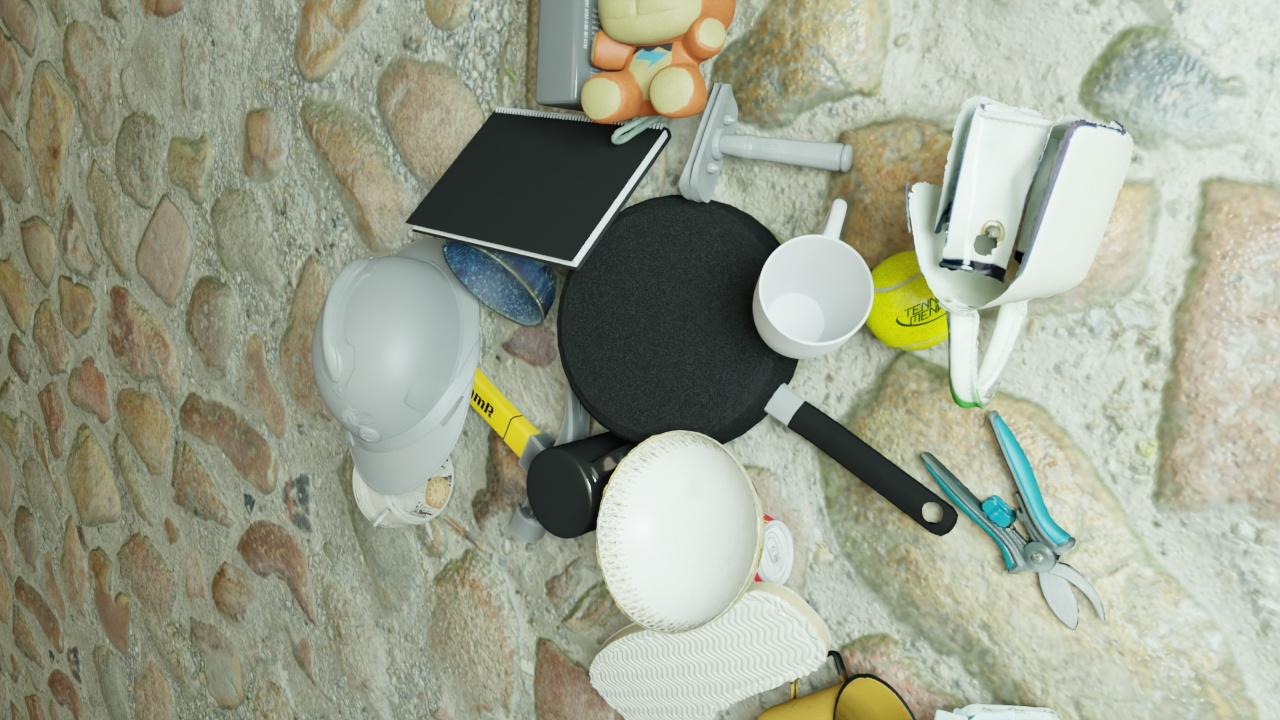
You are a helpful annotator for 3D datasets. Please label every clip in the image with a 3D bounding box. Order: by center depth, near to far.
[{"bbox_3d":[0.005,-0.202,0.734,0.076,0.023,0.042,-28,76,9],"label":"clip"}]

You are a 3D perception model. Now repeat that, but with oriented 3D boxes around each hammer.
[{"bbox_3d":[-0.169,0.021,0.932,0.324,0.034,0.170,42,120,29],"label":"hammer"}]

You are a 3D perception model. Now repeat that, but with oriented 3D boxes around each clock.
[{"bbox_3d":[-0.239,0.104,0.967,0.061,0.103,0.156,-6,68,33],"label":"clock"}]

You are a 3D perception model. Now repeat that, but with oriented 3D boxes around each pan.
[{"bbox_3d":[0.080,0.013,0.690,0.356,0.044,0.204,38,103,23],"label":"pan"}]

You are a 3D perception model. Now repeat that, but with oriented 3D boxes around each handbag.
[{"bbox_3d":[0.204,-0.057,0.528,0.074,0.151,0.176,24,113,35],"label":"handbag"}]

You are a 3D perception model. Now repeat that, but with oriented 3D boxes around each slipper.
[{"bbox_3d":[0.050,0.238,0.745,0.114,0.053,0.274,41,136,-5],"label":"slipper"}]

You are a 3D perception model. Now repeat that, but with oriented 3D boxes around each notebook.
[{"bbox_3d":[-0.091,-0.154,0.784,0.207,0.016,0.148,17,65,37],"label":"notebook"}]

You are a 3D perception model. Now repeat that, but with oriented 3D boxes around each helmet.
[{"bbox_3d":[-0.261,-0.013,0.889,0.184,0.117,0.270,-10,68,29],"label":"helmet"}]

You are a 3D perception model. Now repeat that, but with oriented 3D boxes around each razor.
[{"bbox_3d":[0.096,-0.153,0.667,0.116,0.047,0.088,12,72,21],"label":"razor"}]

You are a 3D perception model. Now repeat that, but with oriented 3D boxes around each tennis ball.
[{"bbox_3d":[0.180,-0.039,0.606,0.065,0.065,0.065,7,102,39],"label":"tennis ball"}]

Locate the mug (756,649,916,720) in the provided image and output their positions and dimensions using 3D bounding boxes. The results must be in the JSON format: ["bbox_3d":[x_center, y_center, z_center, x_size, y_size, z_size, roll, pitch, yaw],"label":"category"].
[{"bbox_3d":[0.139,0.282,0.676,0.094,0.100,0.123,-37,51,39],"label":"mug"}]

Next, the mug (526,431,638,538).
[{"bbox_3d":[-0.031,0.098,0.789,0.114,0.087,0.078,-38,73,37],"label":"mug"}]

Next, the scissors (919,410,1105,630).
[{"bbox_3d":[0.246,0.100,0.605,0.156,0.019,0.124,21,112,34],"label":"scissors"}]

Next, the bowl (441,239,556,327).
[{"bbox_3d":[-0.119,-0.090,0.839,0.114,0.060,0.114,31,159,13],"label":"bowl"}]

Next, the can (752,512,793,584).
[{"bbox_3d":[0.064,0.152,0.734,0.105,0.064,0.064,-6,93,40],"label":"can"}]

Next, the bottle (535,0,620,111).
[{"bbox_3d":[-0.039,-0.291,0.736,0.046,0.083,0.174,10,103,38],"label":"bottle"}]

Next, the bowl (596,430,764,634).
[{"bbox_3d":[0.041,0.127,0.673,0.145,0.063,0.145,-12,71,39],"label":"bowl"}]

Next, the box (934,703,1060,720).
[{"bbox_3d":[0.215,0.328,0.603,0.074,0.126,0.197,-137,49,-69],"label":"box"}]

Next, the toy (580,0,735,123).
[{"bbox_3d":[0.018,-0.255,0.686,0.112,0.096,0.175,3,66,31],"label":"toy"}]

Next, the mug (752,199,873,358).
[{"bbox_3d":[0.115,-0.052,0.615,0.071,0.089,0.107,18,80,4],"label":"mug"}]
